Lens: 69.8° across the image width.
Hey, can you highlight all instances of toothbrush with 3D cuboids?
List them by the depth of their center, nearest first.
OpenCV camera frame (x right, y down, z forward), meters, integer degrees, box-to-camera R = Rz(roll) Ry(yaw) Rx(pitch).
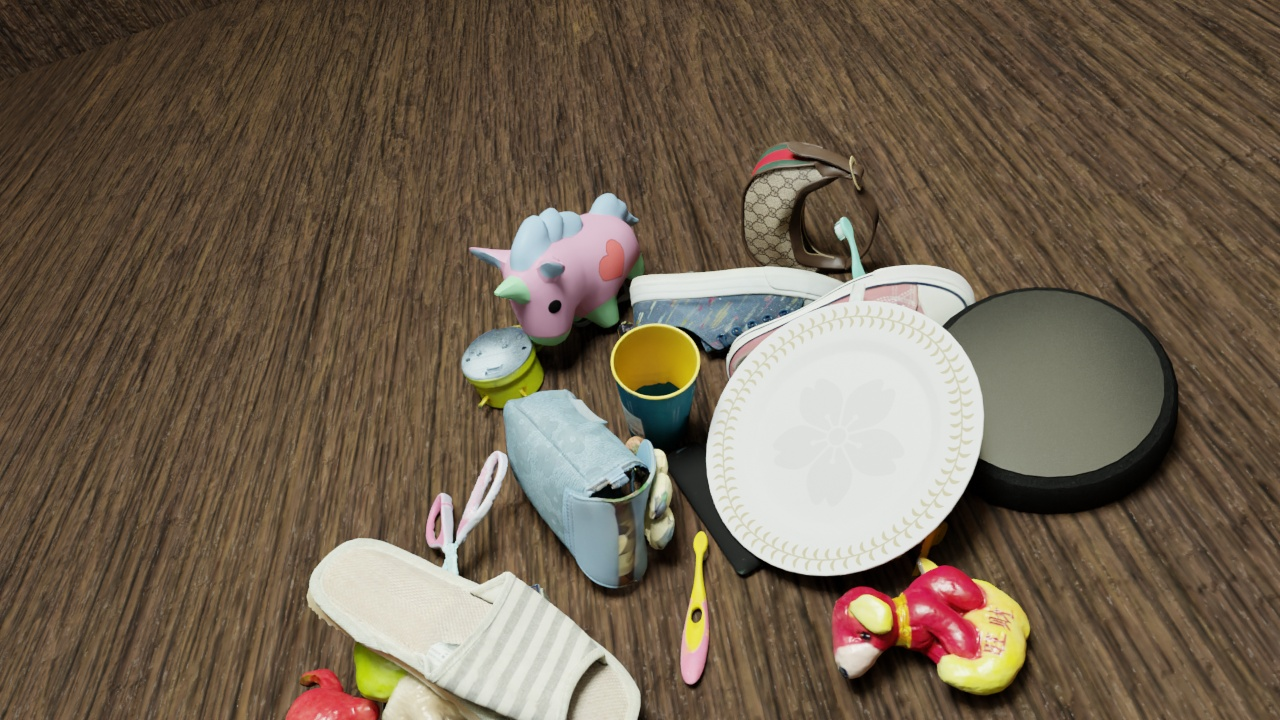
[{"bbox_3d":[0.047,0.200,0.749,0.021,0.016,0.135,-5,46,15],"label":"toothbrush"},{"bbox_3d":[0.221,-0.078,0.913,0.022,0.135,0.017,-15,-7,-29],"label":"toothbrush"}]

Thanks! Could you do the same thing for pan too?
[{"bbox_3d":[0.262,0.052,0.773,0.356,0.044,0.203,-20,54,7],"label":"pan"}]

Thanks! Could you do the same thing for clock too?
[{"bbox_3d":[-0.148,-0.002,1.009,0.083,0.057,0.118,-13,43,11],"label":"clock"}]

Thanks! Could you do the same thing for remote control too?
[{"bbox_3d":[0.068,0.126,0.813,0.041,0.020,0.152,-29,44,-7],"label":"remote control"}]

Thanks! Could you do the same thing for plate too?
[{"bbox_3d":[0.164,0.061,0.765,0.243,0.016,0.242,-19,54,29],"label":"plate"}]

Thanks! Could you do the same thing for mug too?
[{"bbox_3d":[0.015,0.032,0.849,0.078,0.121,0.078,-1,58,1],"label":"mug"}]

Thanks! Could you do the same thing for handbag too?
[{"bbox_3d":[-0.040,0.103,0.819,0.118,0.122,0.192,-20,36,-25],"label":"handbag"},{"bbox_3d":[0.177,-0.156,0.955,0.138,0.167,0.063,12,51,15],"label":"handbag"}]

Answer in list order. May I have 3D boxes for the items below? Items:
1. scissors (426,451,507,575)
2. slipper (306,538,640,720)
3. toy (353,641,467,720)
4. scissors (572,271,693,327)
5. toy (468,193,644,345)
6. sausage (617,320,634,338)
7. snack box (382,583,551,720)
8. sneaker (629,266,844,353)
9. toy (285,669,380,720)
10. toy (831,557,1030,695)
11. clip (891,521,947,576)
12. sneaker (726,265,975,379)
[{"bbox_3d":[-0.162,0.152,0.828,0.169,0.014,0.170,-52,26,14],"label":"scissors"},{"bbox_3d":[-0.125,0.206,0.684,0.273,0.054,0.114,25,32,14],"label":"slipper"},{"bbox_3d":[-0.168,0.239,0.707,0.092,0.043,0.118,-28,47,-24],"label":"toy"},{"bbox_3d":[-0.021,-0.071,1.063,0.175,0.014,0.141,-28,42,-4],"label":"scissors"},{"bbox_3d":[-0.071,-0.112,0.990,0.120,0.171,0.221,13,59,30],"label":"toy"},{"bbox_3d":[-0.006,0.006,0.971,0.020,0.020,0.155,-18,42,4],"label":"sausage"},{"bbox_3d":[-0.130,0.267,0.727,0.145,0.043,0.144,-21,41,1],"label":"snack box"},{"bbox_3d":[0.099,-0.046,0.944,0.236,0.087,0.079,1,78,18],"label":"sneaker"},{"bbox_3d":[-0.259,0.286,0.709,0.088,0.094,0.132,-45,35,18],"label":"toy"},{"bbox_3d":[0.208,0.187,0.662,0.137,0.067,0.105,0,41,12],"label":"toy"},{"bbox_3d":[0.221,0.137,0.724,0.045,0.054,0.048,12,25,9],"label":"clip"},{"bbox_3d":[0.196,-0.017,0.852,0.241,0.118,0.087,-20,21,9],"label":"sneaker"}]
